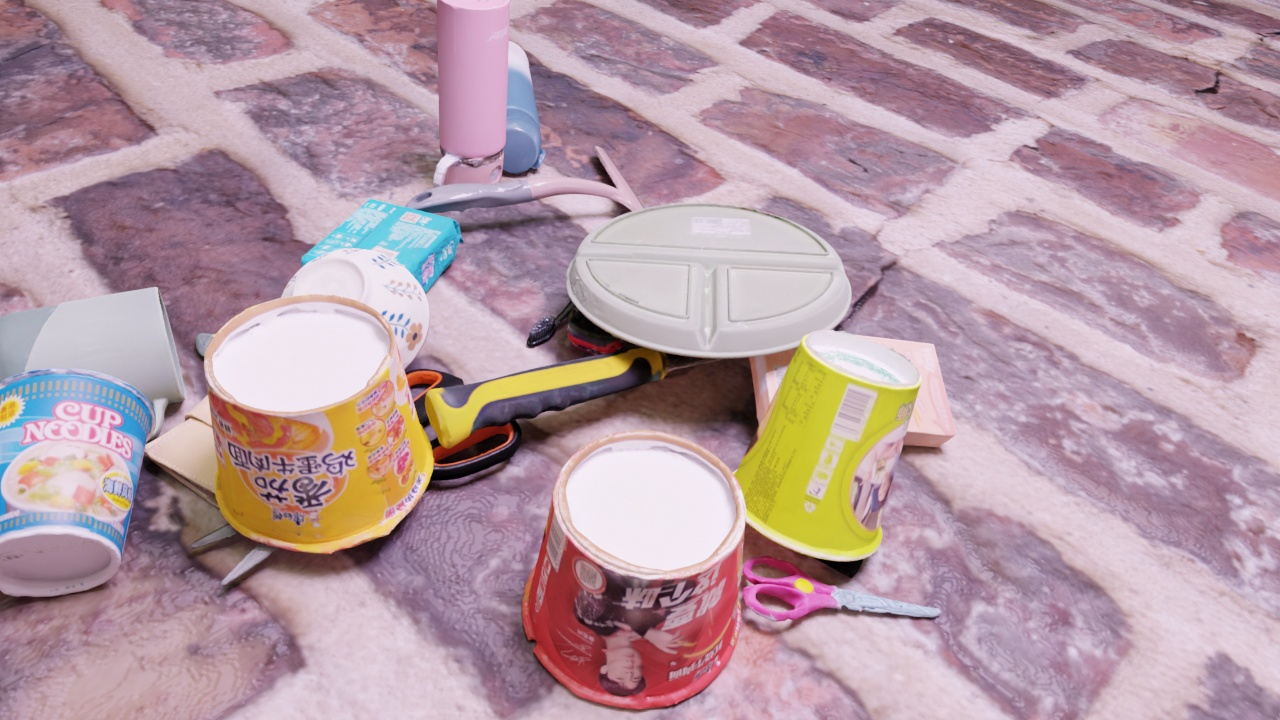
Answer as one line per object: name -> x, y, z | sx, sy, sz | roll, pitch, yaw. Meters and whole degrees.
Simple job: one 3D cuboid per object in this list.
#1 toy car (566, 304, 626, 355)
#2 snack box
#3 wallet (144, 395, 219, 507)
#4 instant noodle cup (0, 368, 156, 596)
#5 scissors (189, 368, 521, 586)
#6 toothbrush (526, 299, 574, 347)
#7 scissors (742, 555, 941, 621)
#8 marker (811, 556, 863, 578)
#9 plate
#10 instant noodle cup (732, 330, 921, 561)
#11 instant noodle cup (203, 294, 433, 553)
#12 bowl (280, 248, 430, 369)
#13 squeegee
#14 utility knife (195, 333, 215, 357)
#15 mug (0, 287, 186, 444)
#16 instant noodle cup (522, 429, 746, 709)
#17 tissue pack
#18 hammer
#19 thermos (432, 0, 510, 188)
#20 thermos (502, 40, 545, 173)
toy car -> -0.017, -0.048, 0.782 | 0.053, 0.045, 0.120 | 22, 50, 18
snack box -> 0.162, 0.019, 0.709 | 0.157, 0.026, 0.084 | 7, 58, -17
wallet -> -0.278, 0.047, 0.646 | 0.087, 0.024, 0.114 | 23, 44, 19
instant noodle cup -> -0.348, 0.077, 0.552 | 0.099, 0.099, 0.109 | -8, 50, -18
scissors -> -0.195, 0.071, 0.636 | 0.229, 0.022, 0.189 | -10, 40, -16
toothbrush -> -0.037, -0.071, 0.807 | 0.014, 0.018, 0.188 | 34, 56, 16
scissors -> 0.130, 0.153, 0.593 | 0.133, 0.017, 0.056 | 9, 31, -5
marker -> 0.090, 0.111, 0.633 | 0.132, 0.020, 0.022 | 25, 58, 20
plate -> 0.055, -0.074, 0.738 | 0.230, 0.028, 0.229 | 2, 35, -1
instant noodle cup -> 0.127, 0.049, 0.609 | 0.111, 0.124, 0.111 | 14, 22, -6
instant noodle cup -> -0.203, 0.032, 0.574 | 0.138, 0.110, 0.137 | 4, 42, -4
bowl -> -0.220, -0.038, 0.683 | 0.113, 0.062, 0.113 | -2, 68, 4
squeegee -> -0.098, -0.157, 0.877 | 0.249, 0.040, 0.247 | -5, 42, -25
utility knife -> -0.266, -0.004, 0.718 | 0.166, 0.018, 0.030 | 9, 46, -6
mug -> -0.379, 0.012, 0.635 | 0.106, 0.082, 0.111 | -14, 76, -25
instant noodle cup -> 0.000, 0.117, 0.542 | 0.138, 0.109, 0.137 | 4, 41, -4
tissue pack -> -0.221, -0.088, 0.792 | 0.093, 0.050, 0.133 | 15, 40, 10
hammer -> -0.004, 0.004, 0.698 | 0.322, 0.032, 0.126 | -13, 58, -28
thermos -> -0.166, -0.245, 0.871 | 0.067, 0.199, 0.087 | 28, 42, 19
thermos -> -0.148, -0.284, 1.027 | 0.070, 0.070, 0.220 | -2, 42, -12
